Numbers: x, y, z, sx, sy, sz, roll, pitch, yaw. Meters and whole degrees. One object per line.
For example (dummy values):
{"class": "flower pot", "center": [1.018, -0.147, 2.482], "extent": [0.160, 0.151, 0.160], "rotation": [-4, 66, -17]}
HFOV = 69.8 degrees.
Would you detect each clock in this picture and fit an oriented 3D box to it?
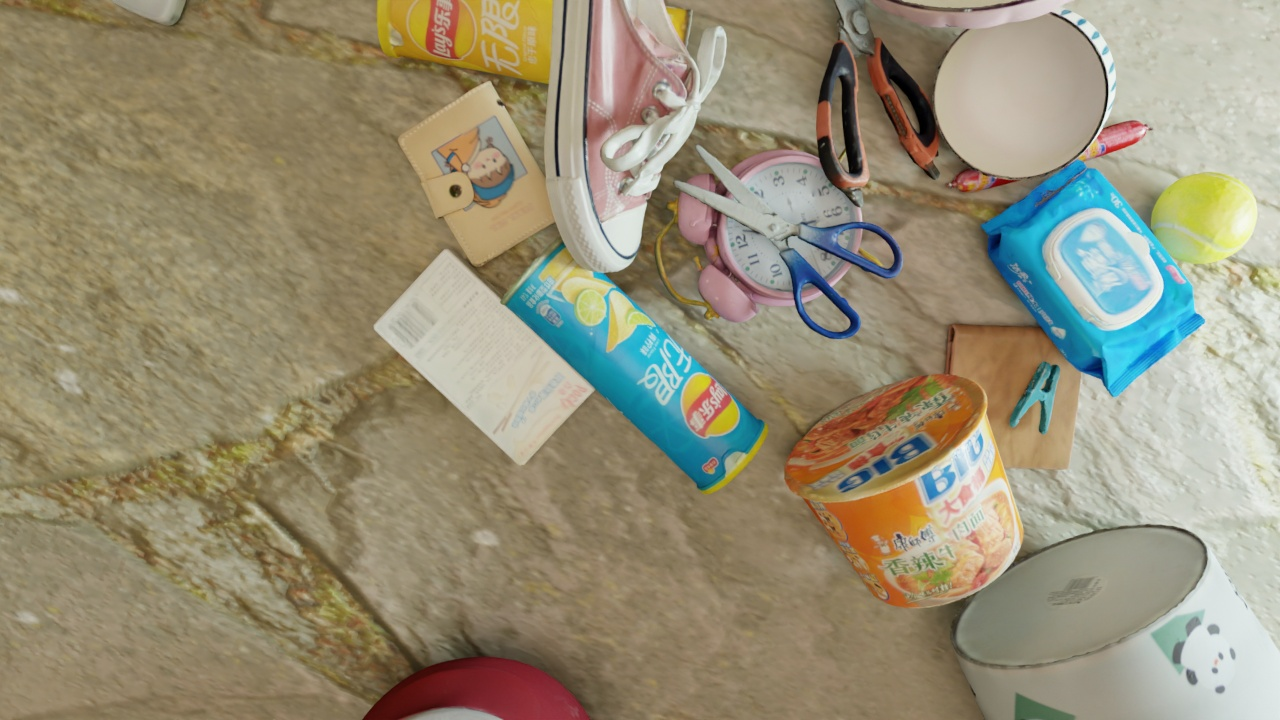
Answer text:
{"class": "clock", "center": [0.088, -0.091, 0.672], "extent": [0.158, 0.059, 0.117], "rotation": [-18, 98, 3]}

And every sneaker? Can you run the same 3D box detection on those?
{"class": "sneaker", "center": [-0.003, -0.163, 0.587], "extent": [0.088, 0.118, 0.241], "rotation": [14, 122, 21]}

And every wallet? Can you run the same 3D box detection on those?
{"class": "wallet", "center": [-0.121, -0.137, 0.689], "extent": [0.087, 0.024, 0.115], "rotation": [-30, 98, 0]}
{"class": "wallet", "center": [0.285, 0.029, 0.707], "extent": [0.101, 0.020, 0.115], "rotation": [1, 100, 1]}

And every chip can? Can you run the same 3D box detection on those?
{"class": "chip can", "center": [-0.072, -0.233, 0.650], "extent": [0.213, 0.072, 0.072], "rotation": [10, 98, -1]}
{"class": "chip can", "center": [-0.004, 0.004, 0.681], "extent": [0.210, 0.071, 0.071], "rotation": [43, 96, -5]}

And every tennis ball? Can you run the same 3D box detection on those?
{"class": "tennis ball", "center": [0.406, -0.103, 0.663], "extent": [0.065, 0.065, 0.065], "rotation": [0, 98, 1]}

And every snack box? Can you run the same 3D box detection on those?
{"class": "snack box", "center": [-0.118, -0.003, 0.704], "extent": [0.157, 0.027, 0.085], "rotation": [44, 96, -5]}

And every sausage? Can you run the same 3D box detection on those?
{"class": "sausage", "center": [0.303, -0.150, 0.682], "extent": [0.156, 0.020, 0.020], "rotation": [-16, 97, 3]}

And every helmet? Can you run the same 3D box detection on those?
{"class": "helmet", "center": [-0.119, 0.327, 0.695], "extent": [0.207, 0.143, 0.240], "rotation": [0, 112, 1]}

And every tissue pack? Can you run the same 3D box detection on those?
{"class": "tissue pack", "center": [0.329, -0.060, 0.664], "extent": [0.095, 0.052, 0.157], "rotation": [-35, 85, -1]}

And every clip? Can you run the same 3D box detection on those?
{"class": "clip", "center": [0.299, 0.027, 0.690], "extent": [0.037, 0.013, 0.055], "rotation": [13, 101, -3]}

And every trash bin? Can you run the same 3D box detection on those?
{"class": "trash bin", "center": [0.361, 0.270, 0.643], "extent": [0.229, 0.229, 0.252], "rotation": [-30, 91, 4]}

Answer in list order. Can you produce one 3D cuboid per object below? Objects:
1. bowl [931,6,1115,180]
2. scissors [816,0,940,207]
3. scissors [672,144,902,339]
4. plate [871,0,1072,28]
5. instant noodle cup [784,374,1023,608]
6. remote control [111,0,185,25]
{"class": "bowl", "center": [0.273, -0.192, 0.642], "extent": [0.116, 0.066, 0.117], "rotation": [23, 130, 30]}
{"class": "scissors", "center": [0.157, -0.214, 0.649], "extent": [0.224, 0.015, 0.188], "rotation": [45, 63, -20]}
{"class": "scissors", "center": [0.098, -0.078, 0.638], "extent": [0.170, 0.012, 0.144], "rotation": [3, 97, 0]}
{"class": "plate", "center": [0.233, -0.282, 0.610], "extent": [0.193, 0.039, 0.192], "rotation": [-10, 55, 15]}
{"class": "instant noodle cup", "center": [0.194, 0.096, 0.659], "extent": [0.151, 0.151, 0.111], "rotation": [-29, 104, 4]}
{"class": "remote control", "center": [-0.344, -0.317, 0.668], "extent": [0.056, 0.020, 0.136], "rotation": [24, 97, -3]}
